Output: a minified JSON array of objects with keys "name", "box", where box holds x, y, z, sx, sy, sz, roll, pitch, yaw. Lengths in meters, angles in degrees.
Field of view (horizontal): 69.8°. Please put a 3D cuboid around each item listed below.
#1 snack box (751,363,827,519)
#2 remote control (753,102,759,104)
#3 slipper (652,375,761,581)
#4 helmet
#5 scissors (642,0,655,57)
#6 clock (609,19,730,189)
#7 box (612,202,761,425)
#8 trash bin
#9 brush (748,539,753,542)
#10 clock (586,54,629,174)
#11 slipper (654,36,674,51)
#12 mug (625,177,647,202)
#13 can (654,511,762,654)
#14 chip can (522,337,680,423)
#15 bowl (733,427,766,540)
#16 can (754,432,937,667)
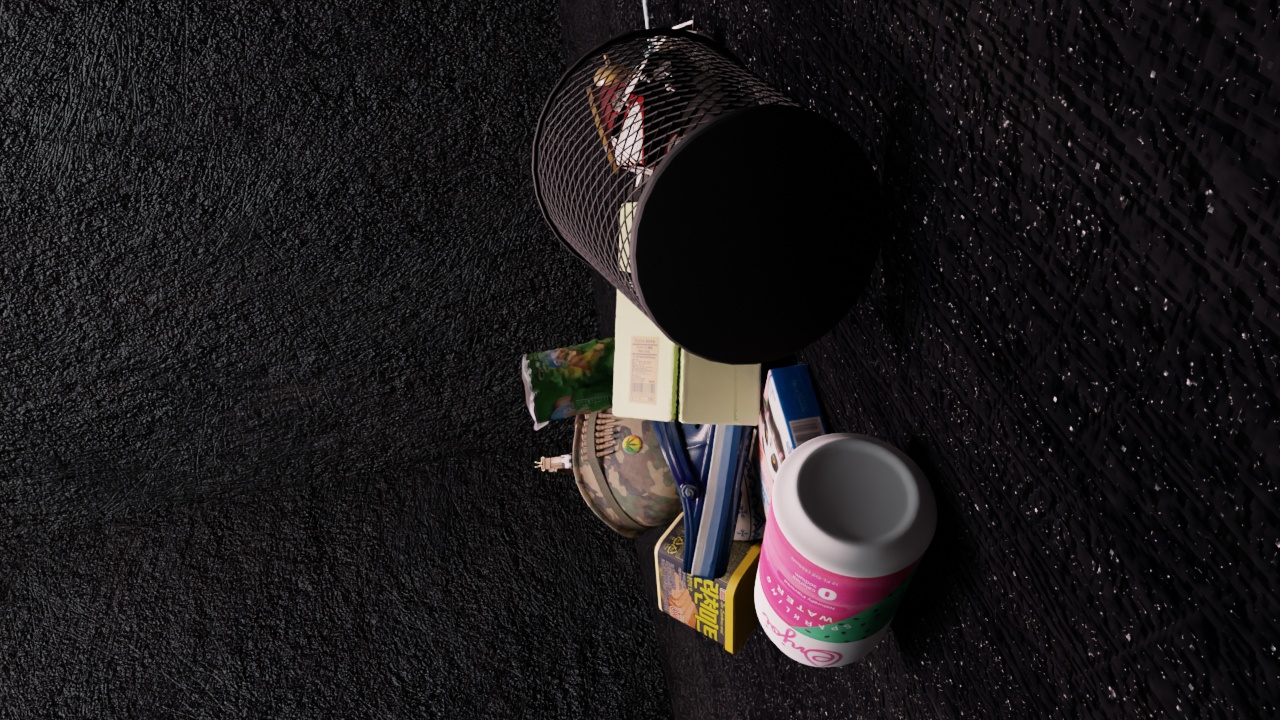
[{"name":"snack box","box":[0.120,0.080,0.740,0.154,0.033,0.087,89,172,-56]},{"name":"remote control","box":[0.084,-0.182,0.766,0.150,0.013,0.034,-153,54,-83]},{"name":"slipper","box":[0.055,0.073,0.822,0.105,0.095,0.253,-23,-60,-77]},{"name":"helmet","box":[-0.023,0.129,1.263,0.192,0.237,0.224,15,-131,-59]},{"name":"scissors","box":[0.015,-0.336,1.025,0.171,0.014,0.167,76,-166,-48]},{"name":"clock","box":[0.020,-0.239,0.827,0.115,0.065,0.154,-17,63,50]},{"name":"box","box":[0.037,-0.041,0.756,0.048,0.141,0.188,1,-88,-65]},{"name":"trash bin","box":[0.039,-0.104,0.583,0.210,0.184,0.184,-122,22,-61]},{"name":"brush","box":[0.112,0.203,1.036,0.030,0.041,0.172,-71,-25,-63]},{"name":"clock","box":[-0.017,-0.325,1.182,0.117,0.081,0.159,-60,-48,-81]},{"name":"slipper","box":[0.044,-0.195,0.938,0.114,0.054,0.272,-125,30,-85]},{"name":"mug","box":[0.026,-0.151,1.077,0.088,0.078,0.113,86,168,-46]},{"name":"can","box":[0.076,0.239,0.998,0.072,0.101,0.131,-45,-35,-37]},{"name":"chip can","box":[-0.006,0.007,0.912,0.075,0.223,0.075,167,91,-83]},{"name":"bowl","box":[0.096,0.129,0.928,0.115,0.059,0.115,169,91,-84]},{"name":"can","box":[0.117,0.120,0.552,0.166,0.088,0.088,88,171,-52]}]
